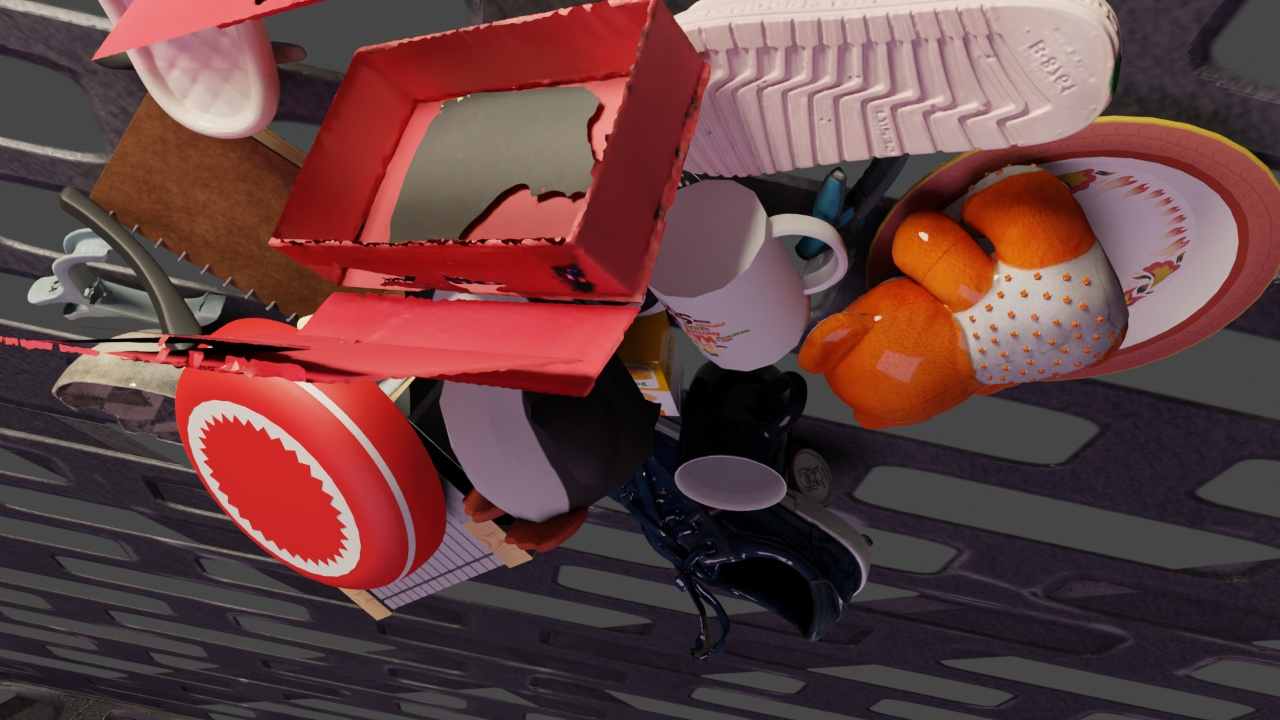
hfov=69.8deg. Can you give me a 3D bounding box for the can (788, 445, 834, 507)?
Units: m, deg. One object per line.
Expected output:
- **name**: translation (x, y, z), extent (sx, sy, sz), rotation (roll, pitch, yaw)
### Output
- **can**: translation (0.111, 0.119, 0.815), extent (0.063, 0.063, 0.114), rotation (32, 140, -27)

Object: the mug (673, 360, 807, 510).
- **mug**: translation (0.083, 0.046, 0.692), extent (0.085, 0.094, 0.122), rotation (25, 143, -21)

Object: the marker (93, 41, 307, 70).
- **marker**: translation (-0.258, -0.178, 0.538), extent (0.139, 0.016, 0.022), rotation (2, 175, 10)

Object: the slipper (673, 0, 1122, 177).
- **slipper**: translation (0.100, -0.147, 0.444), extent (0.240, 0.064, 0.094), rotation (5, 143, 32)

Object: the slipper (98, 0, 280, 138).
- **slipper**: translation (-0.248, -0.204, 0.455), extent (0.107, 0.055, 0.222), rotation (6, 140, 8)

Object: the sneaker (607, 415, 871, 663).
- **sneaker**: translation (0.033, 0.138, 0.750), extent (0.295, 0.127, 0.121), rotation (29, 132, 15)

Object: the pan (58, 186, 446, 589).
- **pan**: translation (-0.279, 0.019, 0.619), extent (0.356, 0.067, 0.210), rotation (43, 135, -2)

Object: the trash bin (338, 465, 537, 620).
- **trash bin**: translation (-0.173, 0.088, 0.745), extent (0.142, 0.142, 0.248), rotation (46, 135, -15)

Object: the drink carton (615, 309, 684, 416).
- **drink carton**: translation (-0.004, 0.004, 0.681), extent (0.058, 0.040, 0.122), rotation (3, 159, 11)

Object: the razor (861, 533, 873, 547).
- **razor**: translation (0.165, 0.162, 0.897), extent (0.144, 0.022, 0.043), rotation (31, 139, -26)

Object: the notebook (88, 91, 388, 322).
- **notebook**: translation (-0.257, -0.089, 0.654), extent (0.225, 0.024, 0.168), rotation (33, 138, -29)

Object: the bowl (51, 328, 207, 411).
- **bowl**: translation (-0.391, 0.019, 0.786), extent (0.178, 0.081, 0.179), rotation (10, 160, 3)

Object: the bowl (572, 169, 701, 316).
- **bowl**: translation (-0.013, -0.068, 0.581), extent (0.120, 0.066, 0.120), rotation (7, 145, 5)

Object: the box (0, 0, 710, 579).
- **box**: translation (-0.115, -0.035, 0.411), extent (0.211, 0.317, 0.121), rotation (6, 136, 35)

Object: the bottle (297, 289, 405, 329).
- **bottle**: translation (-0.144, -0.032, 0.620), extent (0.166, 0.059, 0.060), rotation (-14, 146, -10)

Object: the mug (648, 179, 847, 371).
- **mug**: translation (0.063, -0.051, 0.520), extent (0.105, 0.073, 0.089), rotation (-18, 147, 18)

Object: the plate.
- **plate**: translation (0.255, -0.061, 0.558), extent (0.230, 0.021, 0.230), rotation (7, 145, 5)

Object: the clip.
- **clip**: translation (-0.427, -0.070, 0.703), extent (0.174, 0.030, 0.159), rotation (1, 153, 13)

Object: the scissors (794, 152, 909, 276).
- **scissors**: translation (0.116, -0.087, 0.531), extent (0.123, 0.019, 0.148), rotation (-41, 164, 24)

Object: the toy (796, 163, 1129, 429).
- **toy**: translation (0.188, -0.021, 0.543), extent (0.173, 0.092, 0.163), rotation (-26, 135, 24)

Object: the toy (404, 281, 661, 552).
- **toy**: translation (-0.069, -0.006, 0.553), extent (0.159, 0.139, 0.184), rotation (12, 130, 56)
